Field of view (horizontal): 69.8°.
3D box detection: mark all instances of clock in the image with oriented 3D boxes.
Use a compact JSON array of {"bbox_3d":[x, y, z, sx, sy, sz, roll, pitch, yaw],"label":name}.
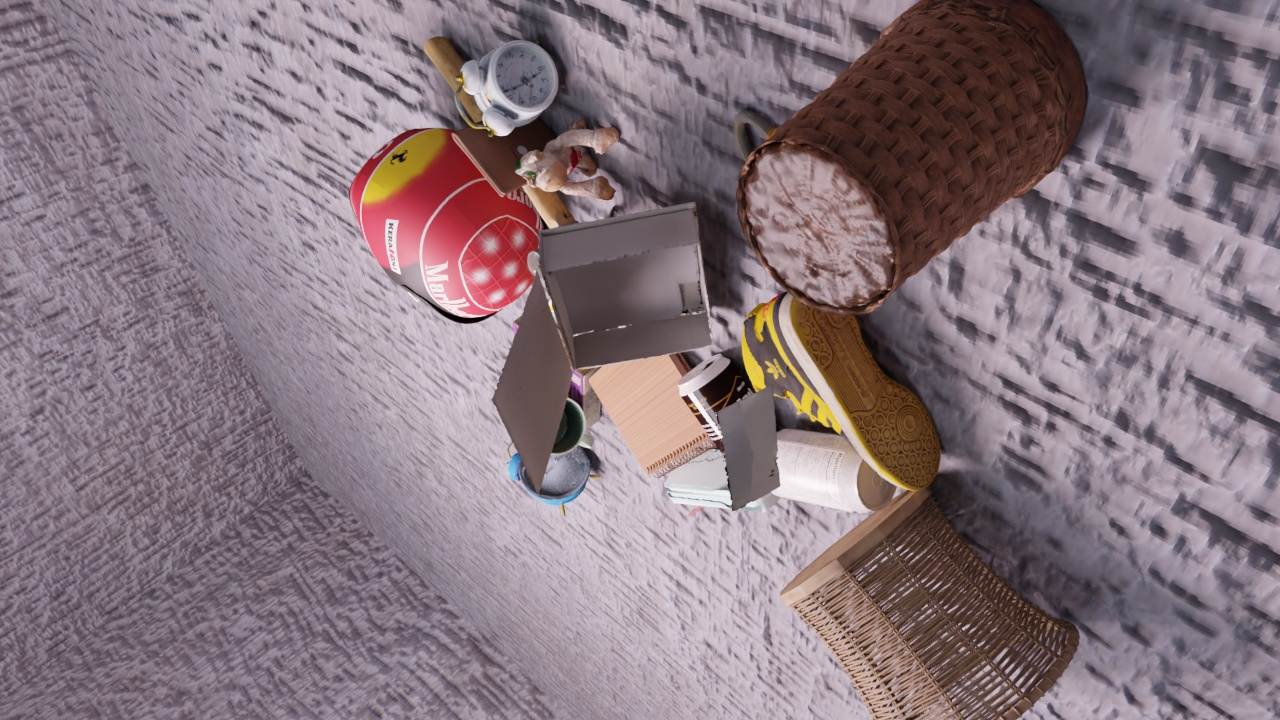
[{"bbox_3d":[-0.140,-0.282,0.955,0.083,0.117,0.057,59,157,-16],"label":"clock"},{"bbox_3d":[-0.152,0.172,1.518,0.161,0.116,0.060,39,162,21],"label":"clock"}]

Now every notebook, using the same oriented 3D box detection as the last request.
[{"bbox_3d":[0.018,0.060,1.196,0.169,0.022,0.211,58,149,5],"label":"notebook"}]

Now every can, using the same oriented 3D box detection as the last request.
[{"bbox_3d":[0.201,0.118,0.987,0.136,0.078,0.078,4,128,53],"label":"can"},{"bbox_3d":[0.105,0.062,1.062,0.128,0.071,0.072,54,151,-7],"label":"can"}]

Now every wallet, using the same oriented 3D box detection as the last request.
[{"bbox_3d":[-0.138,-0.234,1.006,0.087,0.120,0.013,51,137,0],"label":"wallet"}]

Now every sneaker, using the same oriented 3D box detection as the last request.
[{"bbox_3d":[0.186,0.032,0.897,0.238,0.085,0.122,54,155,-14],"label":"sneaker"}]

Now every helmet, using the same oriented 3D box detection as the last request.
[{"bbox_3d":[-0.222,-0.156,1.126,0.225,0.197,0.271,38,168,31],"label":"helmet"}]

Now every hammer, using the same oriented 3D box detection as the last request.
[{"bbox_3d":[-0.147,-0.241,1.042,0.330,0.131,0.033,55,142,13],"label":"hammer"}]

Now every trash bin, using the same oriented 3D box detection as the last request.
[{"bbox_3d":[0.169,-0.131,0.598,0.151,0.209,0.151,36,149,26],"label":"trash bin"}]

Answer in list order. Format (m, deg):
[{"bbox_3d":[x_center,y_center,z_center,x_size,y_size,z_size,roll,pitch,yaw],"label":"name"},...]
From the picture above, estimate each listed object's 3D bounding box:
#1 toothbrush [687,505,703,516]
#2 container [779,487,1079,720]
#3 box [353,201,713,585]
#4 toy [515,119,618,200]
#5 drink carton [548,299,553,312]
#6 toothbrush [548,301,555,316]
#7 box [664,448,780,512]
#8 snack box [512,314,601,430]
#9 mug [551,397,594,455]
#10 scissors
[{"bbox_3d":[0.098,0.198,1.296,0.015,0.015,0.185,50,153,5],"label":"toothbrush"},{"bbox_3d":[0.273,0.257,0.914,0.196,0.226,0.227,51,152,12],"label":"container"},{"bbox_3d":[-0.098,0.003,0.915,0.149,0.411,0.167,35,155,33],"label":"box"},{"bbox_3d":[-0.081,-0.212,0.974,0.074,0.105,0.085,57,151,33],"label":"toy"},{"bbox_3d":[-0.079,-0.088,1.177,0.058,0.041,0.123,43,151,12],"label":"drink carton"},{"bbox_3d":[-0.110,-0.065,1.278,0.135,0.017,0.022,23,142,44],"label":"toothbrush"},{"bbox_3d":[0.107,0.156,1.172,0.070,0.085,0.199,31,162,-27],"label":"box"},{"bbox_3d":[-0.124,0.016,1.365,0.148,0.040,0.144,37,149,23],"label":"snack box"},{"bbox_3d":[-0.121,0.100,1.343,0.111,0.084,0.104,27,169,-18],"label":"mug"},{"bbox_3d":[0.166,-0.130,0.806,0.227,0.016,0.225,-6,120,57],"label":"scissors"}]
